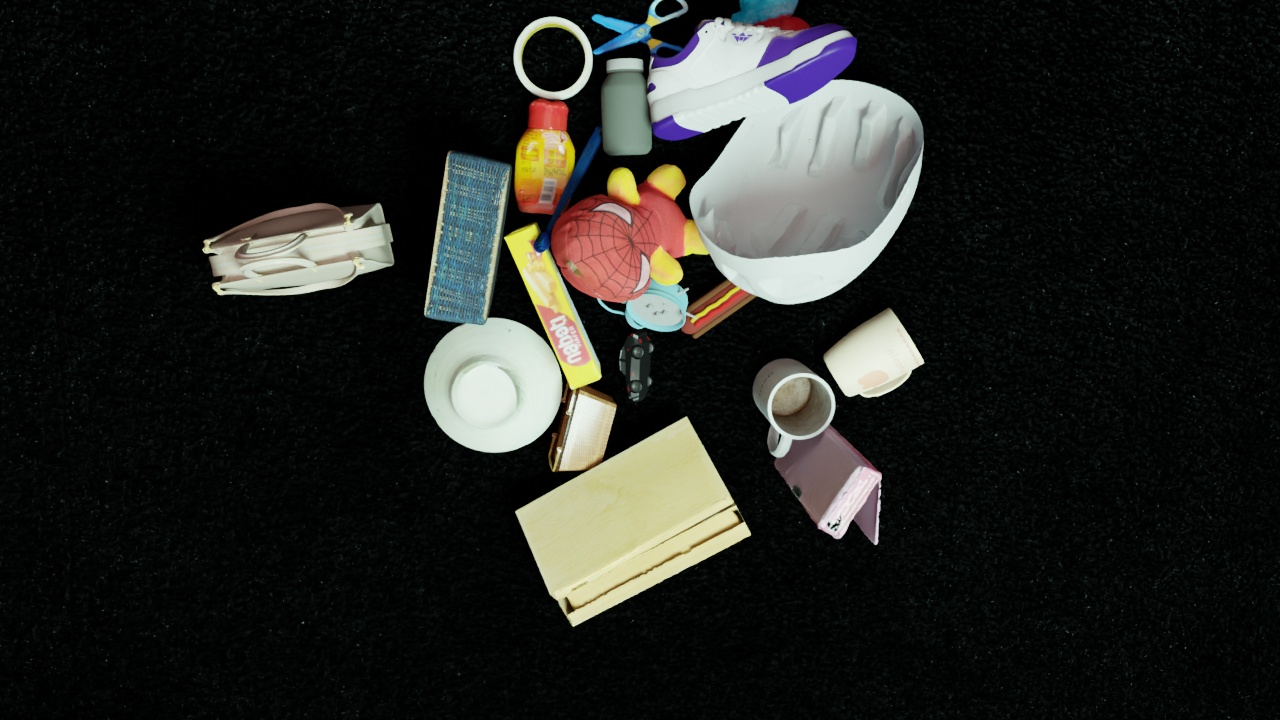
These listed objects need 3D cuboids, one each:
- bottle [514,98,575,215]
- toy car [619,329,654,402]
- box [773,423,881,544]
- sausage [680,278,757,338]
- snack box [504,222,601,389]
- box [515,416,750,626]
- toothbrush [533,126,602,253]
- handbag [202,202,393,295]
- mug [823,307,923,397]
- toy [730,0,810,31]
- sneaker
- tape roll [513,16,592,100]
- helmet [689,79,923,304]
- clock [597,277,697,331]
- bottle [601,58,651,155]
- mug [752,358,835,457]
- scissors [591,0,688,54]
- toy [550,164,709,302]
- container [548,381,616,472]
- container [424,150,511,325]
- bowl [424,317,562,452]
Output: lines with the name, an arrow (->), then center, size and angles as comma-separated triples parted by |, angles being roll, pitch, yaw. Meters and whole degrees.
bottle -> -0.115, -0.245, 1.106 | 0.071, 0.048, 0.134 | 5, 101, -2
toy car -> -0.007, 0.007, 1.168 | 0.036, 0.042, 0.092 | 7, 102, 20
box -> 0.240, 0.142, 1.112 | 0.080, 0.232, 0.099 | 33, 96, -10
sausage -> 0.115, -0.084, 1.157 | 0.155, 0.040, 0.040 | -35, 101, 3
snack box -> -0.105, -0.069, 1.119 | 0.042, 0.092, 0.201 | -23, 102, 0
box -> -0.005, 0.211, 1.149 | 0.248, 0.142, 0.179 | -29, 118, 1
toothbrush -> -0.080, -0.204, 1.082 | 0.016, 0.017, 0.189 | 37, 63, -28
handbag -> -0.389, -0.123, 1.036 | 0.194, 0.197, 0.101 | -11, 101, -1
mug -> 0.299, 0.003, 1.172 | 0.104, 0.085, 0.111 | -31, 131, 12
toy -> 0.157, -0.388, 1.092 | 0.092, 0.062, 0.133 | -18, 86, 4
sneaker -> 0.116, -0.343, 1.041 | 0.245, 0.091, 0.111 | -16, 83, 18
tape roll -> -0.104, -0.360, 1.098 | 0.094, 0.019, 0.094 | 0, 101, -3
helmet -> 0.195, -0.199, 1.057 | 0.224, 0.183, 0.282 | 27, 87, 26
clock -> 0.004, -0.069, 1.130 | 0.123, 0.087, 0.041 | 5, 57, 20
bottle -> -0.017, -0.301, 1.095 | 0.060, 0.060, 0.108 | -2, 101, -3
mug -> 0.187, 0.064, 1.162 | 0.083, 0.096, 0.120 | 13, 100, -6
scissors -> 0.002, -0.402, 1.099 | 0.131, 0.018, 0.109 | 16, 101, -5
toy -> -0.014, -0.142, 1.066 | 0.215, 0.099, 0.147 | -33, 92, -40
container -> -0.074, 0.087, 1.170 | 0.061, 0.063, 0.114 | 13, 100, -14
container -> -0.198, -0.144, 1.071 | 0.071, 0.145, 0.187 | 9, 100, -9
bowl -> -0.188, 0.037, 1.147 | 0.176, 0.057, 0.177 | 0, 101, 0
